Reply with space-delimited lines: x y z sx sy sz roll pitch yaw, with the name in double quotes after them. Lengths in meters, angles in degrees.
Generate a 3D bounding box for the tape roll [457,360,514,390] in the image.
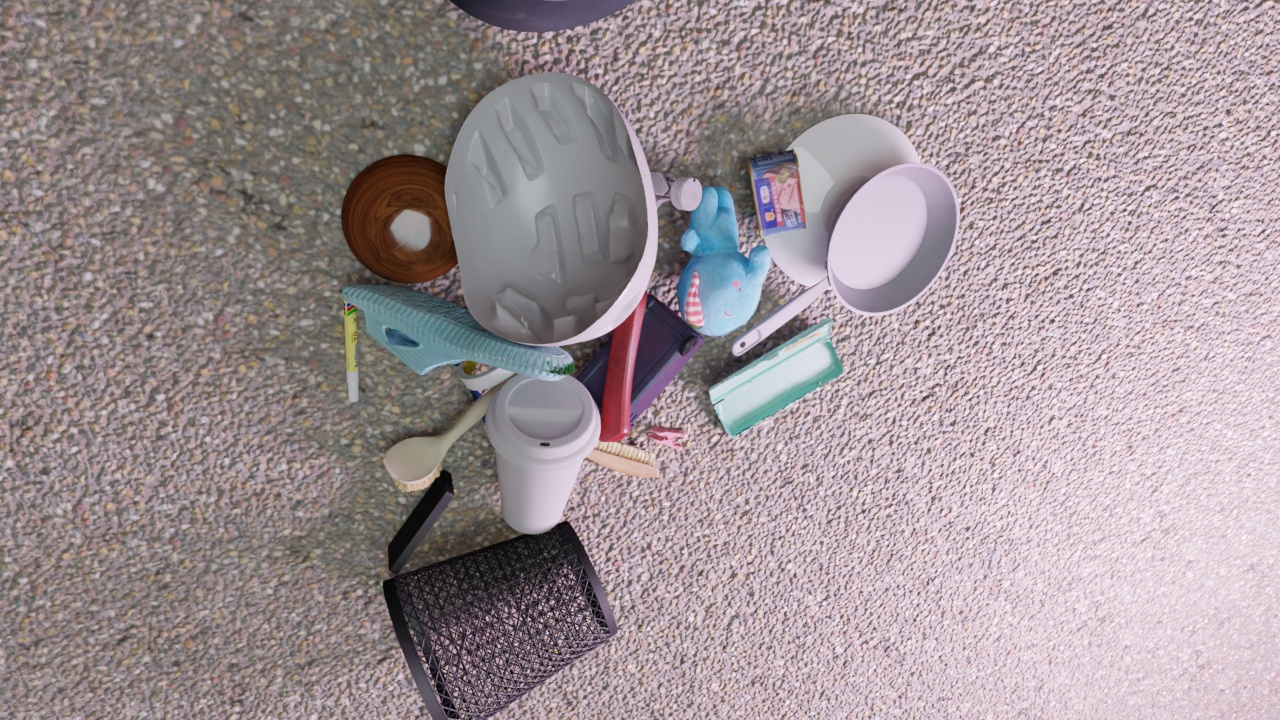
-0.173 -0.003 1.089 0.094 0.094 0.019 -32 120 -1 "tape roll"

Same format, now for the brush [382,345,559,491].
-0.203 0.063 1.117 0.272 0.077 0.062 -40 80 7 "brush"

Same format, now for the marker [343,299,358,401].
-0.340 -0.013 1.080 0.014 0.014 0.132 -2 114 -16 "marker"

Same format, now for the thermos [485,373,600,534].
-0.124 0.122 1.114 0.131 0.131 0.222 -5 142 -15 "thermos"

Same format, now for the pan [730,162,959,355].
0.250 -0.112 1.146 0.356 0.051 0.201 -32 126 -9 "pan"

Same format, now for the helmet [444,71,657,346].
-0.093 -0.160 0.982 0.224 0.183 0.282 -13 102 15 "helmet"

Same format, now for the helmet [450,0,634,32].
-0.068 -0.438 0.845 0.316 0.249 0.236 -23 146 -8 "helmet"

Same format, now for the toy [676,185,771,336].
0.103 -0.117 1.098 0.183 0.115 0.181 -17 112 -57 "toy"

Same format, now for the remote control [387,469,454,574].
-0.281 0.206 1.172 0.013 0.058 0.133 31 103 -26 "remote control"

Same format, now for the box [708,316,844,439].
0.179 0.019 1.230 0.187 0.057 0.138 -30 136 -3 "box"

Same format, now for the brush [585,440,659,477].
-0.031 0.127 1.218 0.117 0.049 0.039 21 83 -23 "brush"

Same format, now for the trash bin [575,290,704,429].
-0.007 0.007 1.134 0.094 0.092 0.161 43 97 17 "trash bin"

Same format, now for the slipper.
-0.205 -0.020 1.016 0.276 0.115 0.069 21 105 10 "slipper"

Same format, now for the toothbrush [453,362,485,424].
-0.199 0.061 1.154 0.016 0.017 0.190 -23 118 -1 "toothbrush"

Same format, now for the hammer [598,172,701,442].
-0.013 -0.059 1.067 0.036 0.126 0.316 3 99 -48 "hammer"

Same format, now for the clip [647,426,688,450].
0.041 0.101 1.243 0.060 0.023 0.044 40 93 -29 "clip"

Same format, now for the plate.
0.266 -0.195 1.170 0.229 0.030 0.230 -6 115 -14 "plate"

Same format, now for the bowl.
-0.254 -0.147 1.014 0.147 0.069 0.147 -6 115 -14 "bowl"

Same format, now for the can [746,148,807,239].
0.166 -0.202 1.114 0.059 0.053 0.100 -9 115 7 "can"

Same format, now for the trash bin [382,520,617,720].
-0.174 0.332 1.187 0.243 0.217 0.217 -23 118 -13 "trash bin"
